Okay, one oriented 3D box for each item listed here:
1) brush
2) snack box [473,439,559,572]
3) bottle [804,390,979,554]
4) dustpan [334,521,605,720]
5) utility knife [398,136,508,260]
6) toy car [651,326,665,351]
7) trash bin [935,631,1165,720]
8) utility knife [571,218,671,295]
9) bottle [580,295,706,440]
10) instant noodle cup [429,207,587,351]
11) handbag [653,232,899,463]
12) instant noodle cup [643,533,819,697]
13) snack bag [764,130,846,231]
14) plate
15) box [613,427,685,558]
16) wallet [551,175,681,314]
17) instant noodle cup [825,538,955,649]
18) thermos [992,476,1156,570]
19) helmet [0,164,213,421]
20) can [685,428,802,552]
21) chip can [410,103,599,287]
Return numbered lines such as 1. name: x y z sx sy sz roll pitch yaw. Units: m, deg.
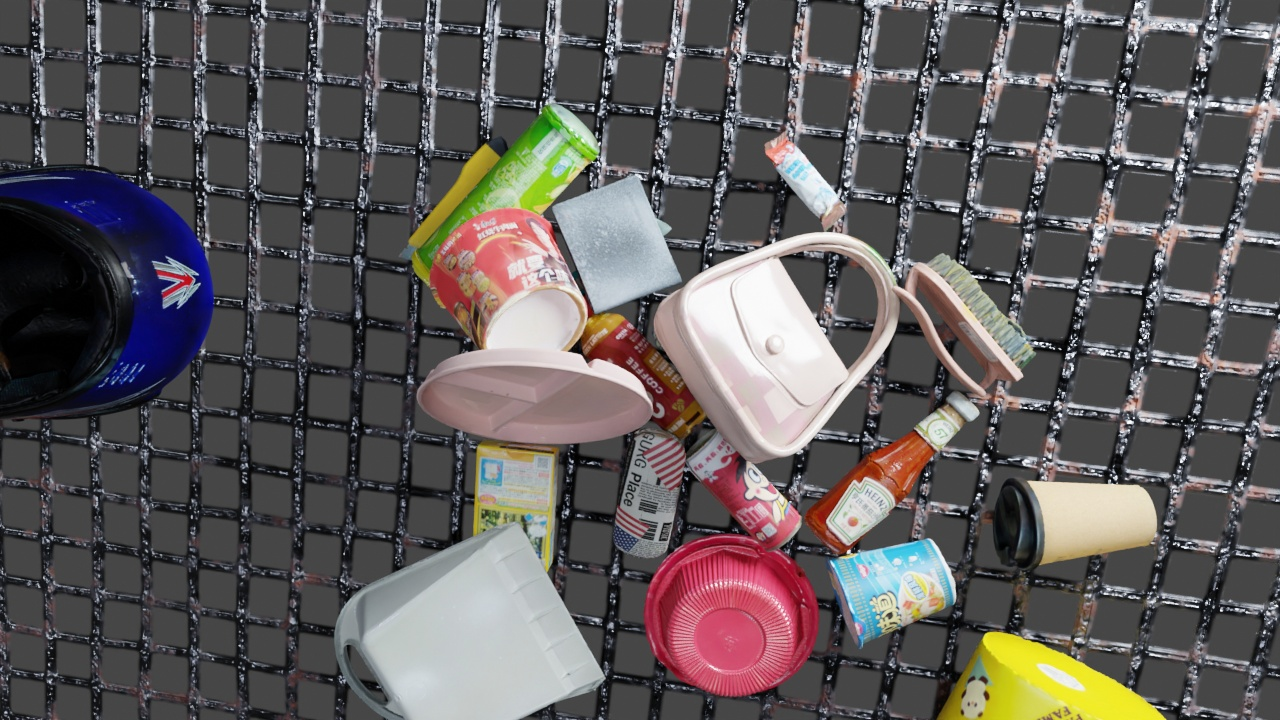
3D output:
1. brush: 0.314 -0.036 0.903 0.073 0.063 0.145 -41 93 2
2. snack box: -0.138 0.160 1.010 0.087 0.033 0.140 5 100 6
3. bottle: 0.259 0.113 0.940 0.060 0.059 0.206 45 98 -3
4. dustpan: -0.215 0.320 1.045 0.257 0.143 0.223 -29 103 -14
5. utility knife: -0.195 -0.167 0.963 0.033 0.015 0.172 45 104 3
6. toy car: 0.054 -0.015 0.953 0.090 0.034 0.043 39 100 -3
7. trash bin: 0.379 0.430 0.910 0.229 0.229 0.255 21 97 2
8. utility knife: -0.062 -0.082 0.964 0.218 0.013 0.029 -36 92 12
9. bottle: -0.006 0.006 0.951 0.175 0.057 0.057 43 102 -2
10. instant noodle cup: -0.121 -0.064 0.893 0.138 0.137 0.108 -45 53 12
11. handbag: 0.150 -0.030 0.906 0.234 0.093 0.193 -33 95 -11
12. instant noodle cup: 0.096 0.289 0.990 0.194 0.065 0.194 1 102 7
13. snack bag: 0.163 -0.178 0.908 0.104 0.048 0.026 50 142 -2
14. plate: -0.102 0.037 0.902 0.229 0.230 0.028 -1 67 7
15. box: 0.009 0.141 0.973 0.068 0.051 0.164 23 121 19
16. wallet: -0.024 -0.118 0.928 0.097 0.019 0.121 -22 87 -9
17. instant noodle cup: 0.261 0.235 0.950 0.110 0.099 0.099 -18 98 1
18. thermos: 0.429 0.160 0.918 0.143 0.093 0.093 -3 100 0
19. helmet: -0.591 -0.063 0.910 0.315 0.240 0.247 -7 101 -3
20. can: 0.107 0.136 0.965 0.053 0.053 0.133 -42 93 12
21. chip can: -0.136 -0.160 0.929 0.072 0.072 0.221 45 103 -3
